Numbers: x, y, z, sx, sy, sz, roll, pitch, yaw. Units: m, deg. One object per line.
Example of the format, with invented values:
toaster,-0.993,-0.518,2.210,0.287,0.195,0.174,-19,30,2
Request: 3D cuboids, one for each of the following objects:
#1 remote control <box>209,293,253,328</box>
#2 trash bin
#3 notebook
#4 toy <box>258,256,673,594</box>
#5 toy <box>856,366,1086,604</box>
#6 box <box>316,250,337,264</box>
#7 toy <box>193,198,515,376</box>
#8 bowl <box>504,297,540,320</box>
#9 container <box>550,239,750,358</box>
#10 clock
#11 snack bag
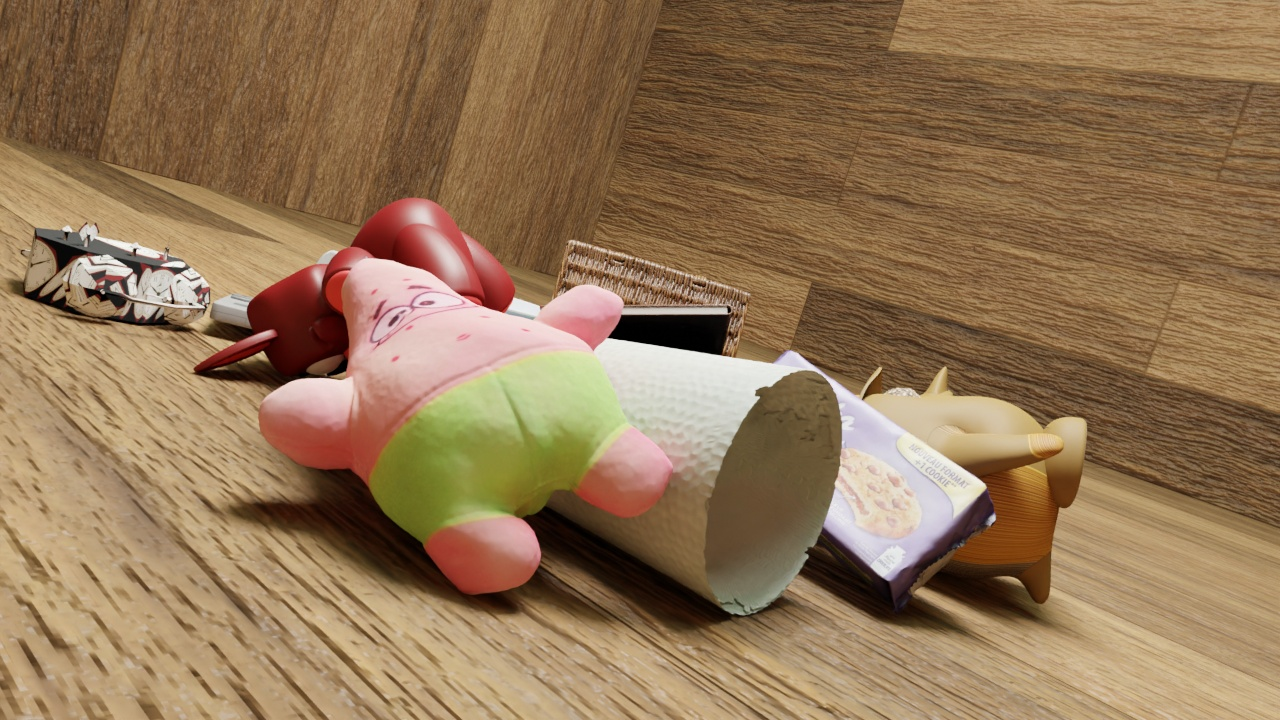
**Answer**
remote control,-0.335,-0.042,0.818,0.074,0.019,0.151,15,1,-20
trash bin,0.011,0.052,0.524,0.161,0.133,0.133,16,4,37
notebook,-0.005,0.004,0.767,0.141,0.008,0.209,0,-23,-1
toy,-0.095,0.008,0.468,0.191,0.097,0.237,-24,47,-27
toy,0.214,0.080,0.703,0.203,0.162,0.199,12,-24,16
box,-0.226,-0.034,0.808,0.209,0.064,0.033,30,-1,31
toy,-0.203,-0.035,0.680,0.197,0.120,0.158,-26,5,7
bowl,-0.158,-0.030,0.997,0.144,0.074,0.144,17,6,-2
container,0.006,-0.048,1.265,0.250,0.162,0.183,17,1,1
clock,-0.405,-0.069,0.719,0.155,0.065,0.114,20,7,31
snack bag,0.129,0.075,0.623,0.205,0.096,0.058,41,-18,40
